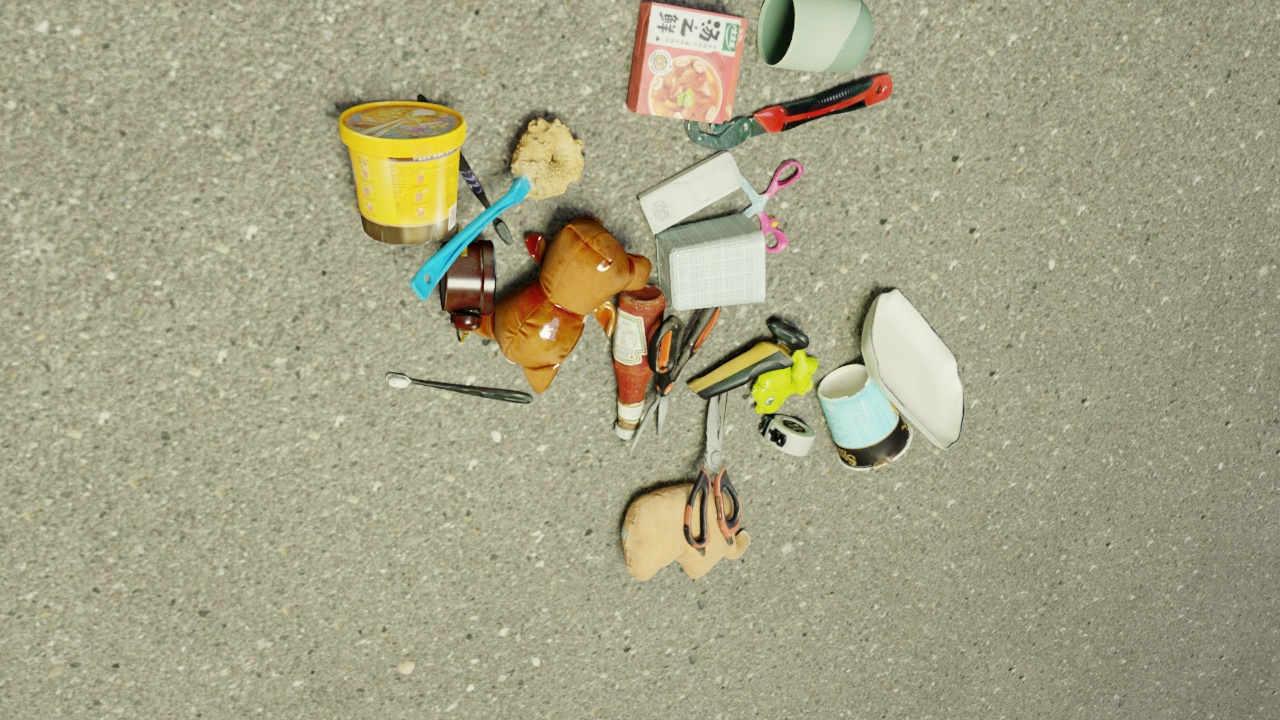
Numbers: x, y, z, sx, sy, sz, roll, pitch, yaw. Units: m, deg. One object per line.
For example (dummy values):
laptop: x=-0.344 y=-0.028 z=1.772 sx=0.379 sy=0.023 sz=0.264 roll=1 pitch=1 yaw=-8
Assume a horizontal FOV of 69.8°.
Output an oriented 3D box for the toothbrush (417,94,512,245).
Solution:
toothbrush: x=-0.184 y=-0.199 z=0.977 sx=0.014 sy=0.016 sz=0.189 roll=-33 pitch=122 yaw=-5

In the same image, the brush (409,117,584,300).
brush: x=-0.147 y=-0.158 z=0.946 sx=0.254 sy=0.046 sz=0.083 roll=-50 pitch=138 yaw=-21

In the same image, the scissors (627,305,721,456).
scissors: x=0.042 y=0.014 z=1.140 sx=0.227 sy=0.022 sz=0.221 roll=-52 pitch=158 yaw=-18

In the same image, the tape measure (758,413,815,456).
tape measure: x=0.205 y=0.103 z=1.266 sx=0.065 sy=0.066 sz=0.034 roll=8 pitch=112 yaw=-27

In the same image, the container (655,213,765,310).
container: x=0.081 y=-0.114 z=1.086 sx=0.111 sy=0.090 sz=0.090 roll=-10 pitch=119 yaw=-10

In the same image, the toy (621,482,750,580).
toy: x=0.077 y=0.235 z=1.275 sx=0.225 sy=0.082 sz=0.143 roll=6 pitch=110 yaw=-31

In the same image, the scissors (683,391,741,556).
scissors: x=0.107 y=0.147 z=1.231 sx=0.199 sy=0.015 sz=0.204 roll=49 pitch=67 yaw=-25

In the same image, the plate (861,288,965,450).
plate: x=0.377 y=0.016 z=1.277 sx=0.265 sy=0.034 sz=0.161 roll=39 pitch=54 yaw=-34

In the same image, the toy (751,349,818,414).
toy: x=0.193 y=0.028 z=1.245 sx=0.100 sy=0.031 sz=0.097 roll=-2 pitch=116 yaw=-27

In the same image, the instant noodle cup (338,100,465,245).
instant noodle cup: x=-0.232 y=-0.184 z=0.908 sx=0.118 sy=0.118 sz=0.115 roll=-9 pitch=125 yaw=-20

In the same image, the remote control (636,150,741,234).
remote control: x=0.059 y=-0.198 z=1.076 sx=0.125 sy=0.024 sz=0.049 roll=-29 pitch=117 yaw=-5

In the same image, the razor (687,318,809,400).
razor: x=0.139 y=0.001 z=1.200 sx=0.167 sy=0.062 sz=0.067 roll=-28 pitch=92 yaw=-2

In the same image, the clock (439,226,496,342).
clock: x=-0.189 y=-0.078 z=0.996 sx=0.055 sy=0.082 sz=0.122 roll=1 pitch=114 yaw=-19

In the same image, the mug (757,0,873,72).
mug: x=0.194 y=-0.378 z=1.018 sx=0.106 sy=0.082 sz=0.111 roll=-3 pitch=84 yaw=-22

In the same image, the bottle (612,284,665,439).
bottle: x=-0.007 y=0.007 z=1.133 sx=0.059 sy=0.059 sz=0.206 roll=-7 pitch=124 yaw=-20

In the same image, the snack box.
snack box: x=0.057 y=-0.320 z=0.993 sx=0.127 sy=0.044 sz=0.113 roll=1 pitch=110 yaw=-19

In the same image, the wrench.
wrench: x=0.180 y=-0.296 z=1.085 sx=0.273 sy=0.016 sz=0.056 roll=-15 pitch=120 yaw=-15

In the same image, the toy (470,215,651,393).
toy: x=-0.091 y=-0.068 z=1.034 sx=0.200 sy=0.140 sz=0.130 roll=-50 pitch=165 yaw=8

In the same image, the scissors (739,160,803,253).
scissors: x=0.152 y=-0.192 z=1.126 sx=0.134 sy=0.017 sz=0.133 roll=-39 pitch=120 yaw=5

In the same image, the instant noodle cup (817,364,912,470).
instant noodle cup: x=0.306 y=0.074 z=1.277 sx=0.111 sy=0.111 sz=0.120 roll=-33 pitch=117 yaw=-5

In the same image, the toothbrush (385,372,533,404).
toothbrush: x=-0.210 y=0.035 z=1.084 sx=0.181 sy=0.018 sz=0.016 roll=10 pitch=107 yaw=-29
